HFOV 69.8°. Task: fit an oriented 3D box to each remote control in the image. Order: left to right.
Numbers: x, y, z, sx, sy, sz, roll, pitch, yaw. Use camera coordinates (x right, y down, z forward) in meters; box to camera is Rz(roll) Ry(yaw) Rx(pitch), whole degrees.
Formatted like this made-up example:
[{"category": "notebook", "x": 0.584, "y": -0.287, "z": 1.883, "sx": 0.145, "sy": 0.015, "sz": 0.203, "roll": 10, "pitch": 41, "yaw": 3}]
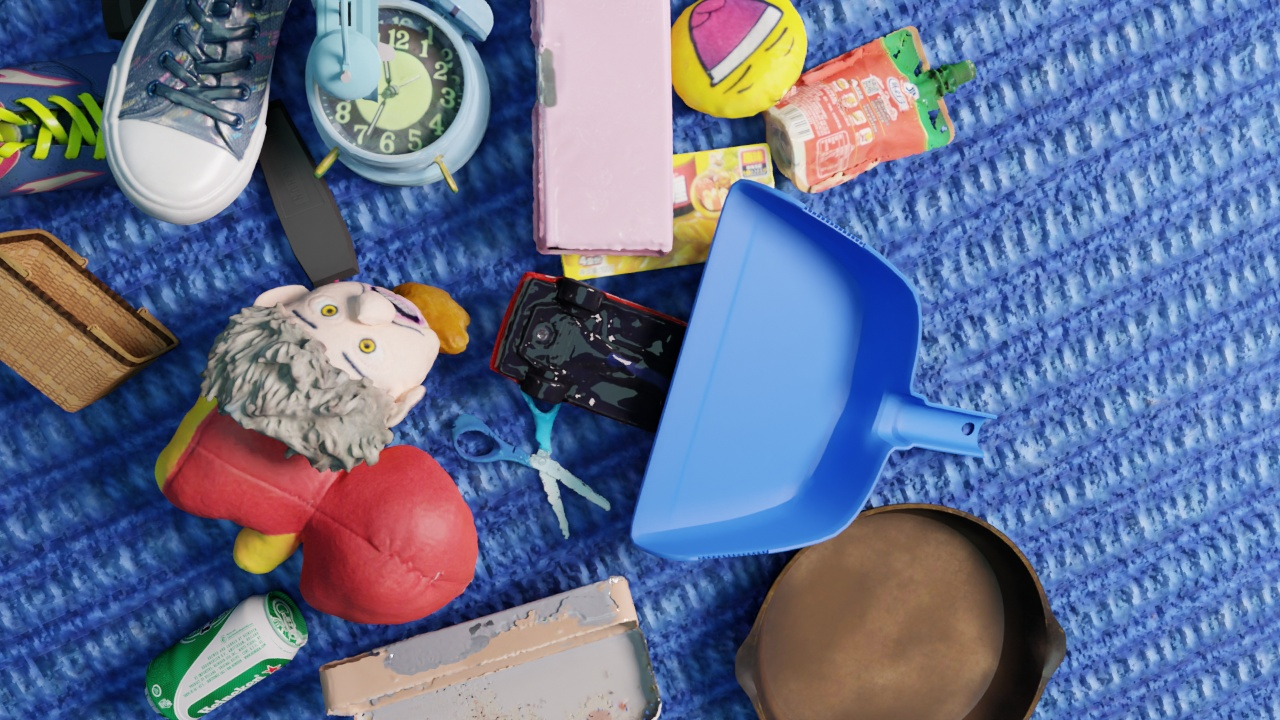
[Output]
[{"category": "remote control", "x": -0.227, "y": -0.111, "z": 0.611, "sx": 0.039, "sy": 0.010, "sz": 0.125, "roll": -21, "pitch": 99, "yaw": -3}]

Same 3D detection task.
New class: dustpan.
[{"category": "dustpan", "x": 0.143, "y": 0.030, "z": 0.633, "sx": 0.257, "sy": 0.059, "sz": 0.246, "roll": 11, "pitch": 100, "yaw": -33}]

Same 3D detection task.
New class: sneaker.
[{"category": "sneaker", "x": -0.362, "y": -0.133, "z": 0.553, "sx": 0.241, "sy": 0.091, "sz": 0.116, "roll": -10, "pitch": 96, "yaw": -6}, {"category": "sneaker", "x": -0.246, "y": -0.196, "z": 0.530, "sx": 0.087, "sy": 0.079, "sz": 0.235, "roll": 18, "pitch": 78, "yaw": -24}]

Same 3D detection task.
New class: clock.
[{"category": "clock", "x": -0.154, "y": -0.182, "z": 0.493, "sx": 0.042, "sy": 0.123, "sz": 0.087, "roll": 0, "pitch": 93, "yaw": -15}, {"category": "clock", "x": -0.154, "y": -0.189, "z": 0.585, "sx": 0.118, "sy": 0.060, "sz": 0.162, "roll": 3, "pitch": 94, "yaw": -5}]

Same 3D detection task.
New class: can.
[{"category": "can", "x": -0.284, "y": 0.203, "z": 0.627, "sx": 0.101, "sy": 0.053, "sz": 0.053, "roll": -32, "pitch": 100, "yaw": -1}]

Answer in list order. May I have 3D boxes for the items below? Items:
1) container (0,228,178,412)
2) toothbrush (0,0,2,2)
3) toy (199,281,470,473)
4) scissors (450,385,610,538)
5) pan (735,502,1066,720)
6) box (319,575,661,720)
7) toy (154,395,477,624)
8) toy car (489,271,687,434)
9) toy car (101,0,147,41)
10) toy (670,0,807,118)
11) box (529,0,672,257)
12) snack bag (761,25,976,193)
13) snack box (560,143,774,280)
[{"category": "container", "x": -0.369, "y": -0.023, "z": 0.585, "sx": 0.114, "sy": 0.063, "sz": 0.061, "roll": 43, "pitch": 99, "yaw": -10}, {"category": "toothbrush", "x": -0.410, "y": -0.227, "z": 0.574, "sx": 0.021, "sy": 0.016, "sz": 0.132, "roll": 32, "pitch": 91, "yaw": -10}, {"category": "toy", "x": -0.175, "y": -0.006, "z": 0.566, "sx": 0.132, "sy": 0.175, "sz": 0.076, "roll": 44, "pitch": 136, "yaw": 8}, {"category": "scissors", "x": -0.081, "y": 0.076, "z": 0.655, "sx": 0.103, "sy": 0.015, "sz": 0.133, "roll": -20, "pitch": 104, "yaw": -7}, {"category": "pan", "x": 0.189, "y": 0.275, "z": 0.694, "sx": 0.248, "sy": 0.043, "sz": 0.356, "roll": -1, "pitch": 98, "yaw": -6}, {"category": "box", "x": -0.102, "y": 0.215, "z": 0.630, "sx": 0.216, "sy": 0.094, "sz": 0.108, "roll": -16, "pitch": 134, "yaw": -4}, {"category": "toy", "x": -0.205, "y": 0.094, "z": 0.603, "sx": 0.216, "sy": 0.098, "sz": 0.148, "roll": 34, "pitch": 100, "yaw": -5}, {"category": "toy car", "x": -0.004, "y": 0.004, "z": 0.626, "sx": 0.189, "sy": 0.056, "sz": 0.081, "roll": 20, "pitch": 94, "yaw": -16}, {"category": "toy car", "x": -0.291, "y": -0.221, "z": 0.576, "sx": 0.091, "sy": 0.036, "sz": 0.042, "roll": -1, "pitch": 98, "yaw": -6}, {"category": "toy", "x": 0.063, "y": -0.205, "z": 0.608, "sx": 0.095, "sy": 0.041, "sz": 0.094, "roll": -45, "pitch": 76, "yaw": 1}, {"category": "box", "x": -0.025, "y": -0.183, "z": 0.597, "sx": 0.098, "sy": 0.046, "sz": 0.233, "roll": -2, "pitch": 89, "yaw": -16}, {"category": "snack bag", "x": 0.163, "y": -0.176, "z": 0.634, "sx": 0.155, "sy": 0.044, "sz": 0.087, "roll": -24, "pitch": 93, "yaw": -7}, {"category": "snack box", "x": 0.017, "y": -0.102, "z": 0.632, "sx": 0.152, "sy": 0.025, "sz": 0.075, "roll": -9, "pitch": 98, "yaw": -5}]
